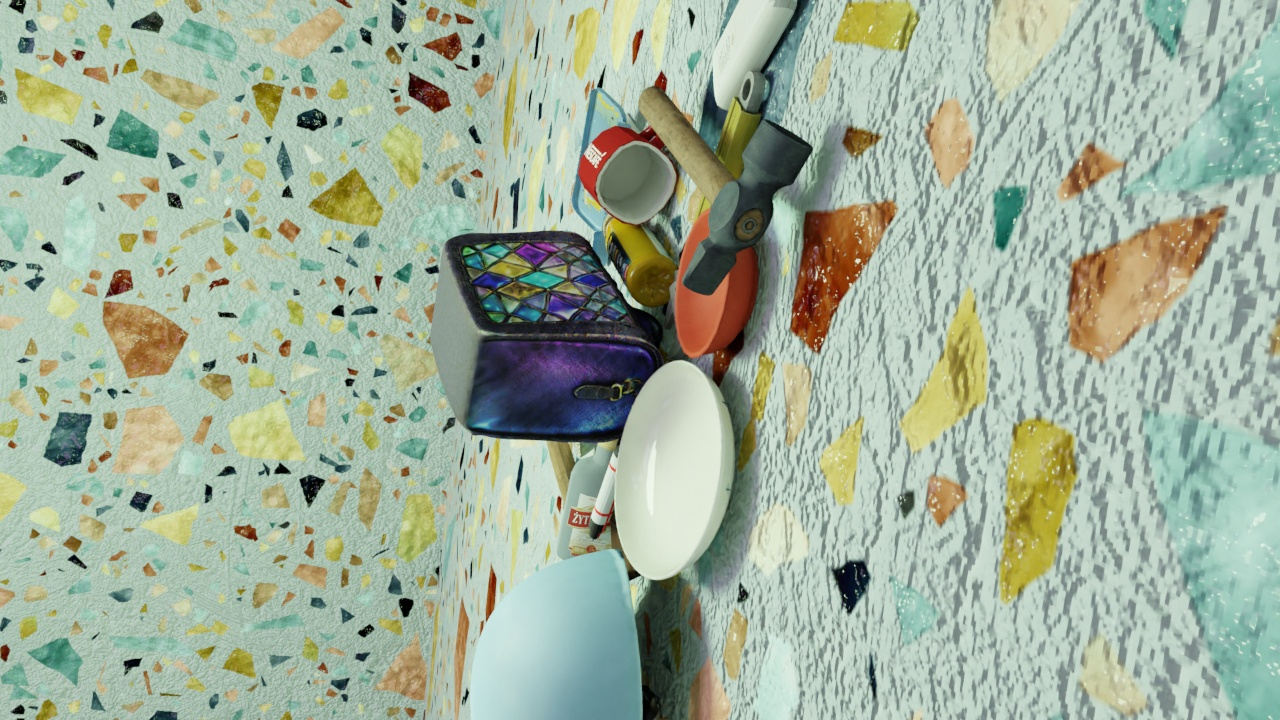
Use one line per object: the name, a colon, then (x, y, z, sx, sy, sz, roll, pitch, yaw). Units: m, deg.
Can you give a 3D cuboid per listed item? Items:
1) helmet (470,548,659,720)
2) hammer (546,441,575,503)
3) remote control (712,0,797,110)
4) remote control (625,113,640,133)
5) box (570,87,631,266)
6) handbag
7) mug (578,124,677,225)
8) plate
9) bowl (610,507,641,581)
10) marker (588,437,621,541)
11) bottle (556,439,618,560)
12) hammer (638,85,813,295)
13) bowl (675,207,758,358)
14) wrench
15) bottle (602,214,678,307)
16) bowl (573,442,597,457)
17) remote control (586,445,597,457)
helmet: (-0.069, 0.296, 0.828, 0.225, 0.166, 0.266, -108, 23, -54)
hammer: (-0.096, 0.106, 1.088, 0.132, 0.040, 0.305, 85, 166, -69)
remote control: (0.091, -0.267, 0.746, 0.139, 0.025, 0.060, 125, 147, -63)
remote control: (-0.016, -0.271, 1.130, 0.136, 0.013, 0.043, -112, 32, -58)
box: (-0.045, -0.224, 1.139, 0.210, 0.039, 0.126, 108, 148, -53)
handbag: (-0.083, -0.029, 0.904, 0.204, 0.221, 0.126, -121, 38, -47)
mug: (-0.005, -0.210, 0.972, 0.116, 0.080, 0.096, -50, 25, 9)
plate: (0.032, 0.092, 0.769, 0.183, 0.034, 0.182, -36, 49, 55)
bowl: (0.002, 0.153, 0.887, 0.119, 0.032, 0.119, -175, 91, -74)
marker: (-0.032, 0.133, 0.912, 0.019, 0.019, 0.146, -103, 25, -48)
bottle: (-0.041, 0.140, 0.967, 0.046, 0.072, 0.161, -79, 2, -69)
hammer: (0.042, -0.172, 0.760, 0.129, 0.040, 0.321, -60, 25, 22)
bowl: (0.064, -0.061, 0.747, 0.122, 0.035, 0.122, -175, 91, -74)
wrench: (0.061, -0.120, 0.807, 0.083, 0.018, 0.274, -105, 26, -51)
bottle: (-0.006, -0.115, 0.969, 0.186, 0.053, 0.053, -116, 35, -61)
bowl: (-0.059, 0.034, 1.043, 0.145, 0.063, 0.145, 164, 91, -82)
remote control: (-0.057, 0.144, 1.126, 0.033, 0.012, 0.130, 136, 137, -62)
